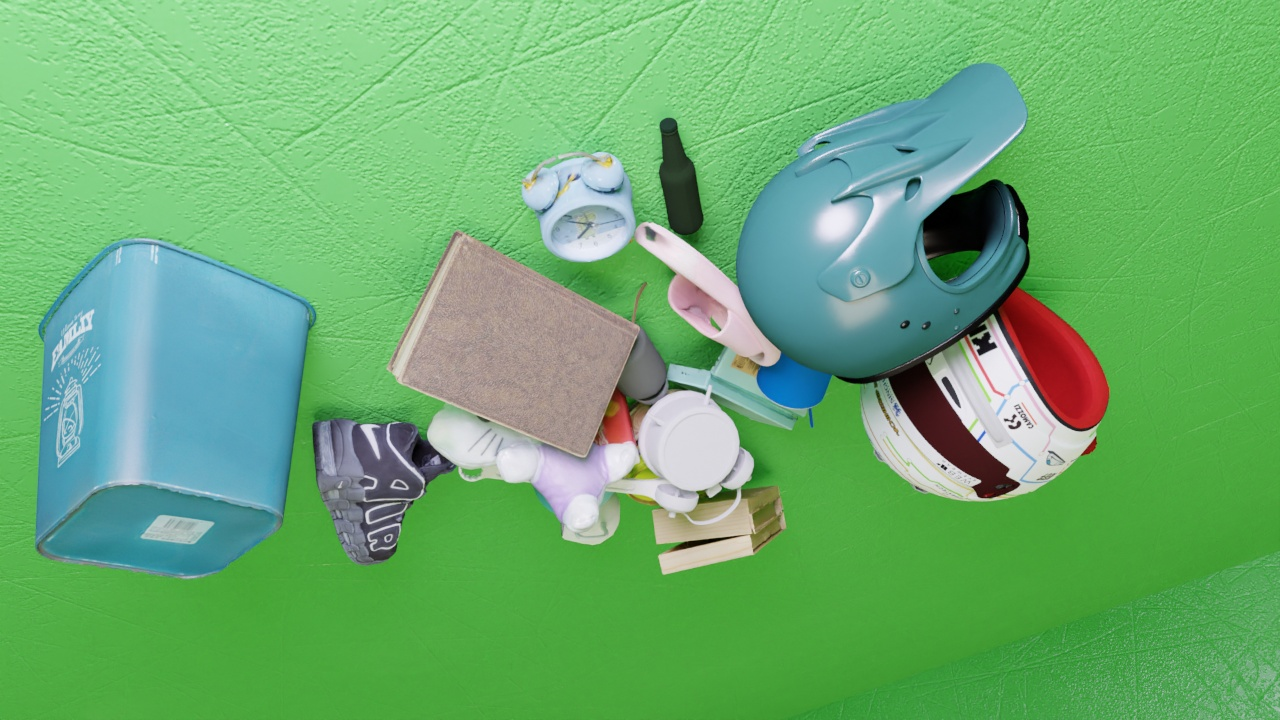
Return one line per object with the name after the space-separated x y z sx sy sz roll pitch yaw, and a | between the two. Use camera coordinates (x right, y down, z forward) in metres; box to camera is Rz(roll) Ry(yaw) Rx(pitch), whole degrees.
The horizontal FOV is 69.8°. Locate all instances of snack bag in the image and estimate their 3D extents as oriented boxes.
-0.048 0.075 1.042 0.077 0.115 0.036 -17 141 5 | snack bag

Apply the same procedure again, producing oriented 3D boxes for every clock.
0.061 0.109 1.023 0.119 0.061 0.159 -24 109 -12 | clock
-0.051 -0.136 0.788 0.089 0.051 0.124 -15 147 6 | clock

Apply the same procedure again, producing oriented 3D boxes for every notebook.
-0.102 -0.028 0.867 0.215 0.190 0.034 28 172 -32 | notebook

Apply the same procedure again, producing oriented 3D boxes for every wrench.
-0.070 0.137 1.049 0.273 0.009 0.047 8 109 -10 | wrench

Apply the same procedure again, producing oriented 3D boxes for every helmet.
0.209 -0.115 0.795 0.275 0.176 0.200 -32 126 13 | helmet
0.362 0.041 1.022 0.314 0.230 0.237 15 141 -43 | helmet

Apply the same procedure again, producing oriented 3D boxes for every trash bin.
-0.407 0.053 0.799 0.197 0.218 0.199 -33 142 28 | trash bin

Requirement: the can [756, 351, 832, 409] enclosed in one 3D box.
0.178 -0.020 0.989 0.079 0.078 0.146 -3 134 -15 | can

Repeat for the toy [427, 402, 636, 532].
-0.115 0.082 0.956 0.209 0.137 0.086 35 147 1 | toy

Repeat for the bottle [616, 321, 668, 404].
-0.006 0.006 1.003 0.060 0.060 0.108 -20 146 10 | bottle

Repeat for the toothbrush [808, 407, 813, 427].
0.194 0.015 1.086 0.011 0.016 0.187 -8 132 6 | toothbrush

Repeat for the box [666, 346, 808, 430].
0.130 0.020 1.098 0.187 0.078 0.113 22 104 -43 | box

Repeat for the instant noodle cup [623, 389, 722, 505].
0.041 0.105 1.132 0.146 0.097 0.146 -8 147 -6 | instant noodle cup

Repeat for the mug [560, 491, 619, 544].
-0.066 0.210 1.234 0.076 0.123 0.090 2 109 -9 | mug

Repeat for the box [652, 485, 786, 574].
0.114 0.223 1.239 0.128 0.092 0.249 -6 176 17 | box

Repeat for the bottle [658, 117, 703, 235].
0.032 -0.160 0.797 0.033 0.033 0.123 -14 146 2 | bottle

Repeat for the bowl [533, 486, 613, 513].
-0.085 0.121 1.086 0.121 0.121 0.046 -23 152 14 | bowl

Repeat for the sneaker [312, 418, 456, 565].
-0.291 0.149 1.095 0.150 0.097 0.253 -10 141 -9 | sneaker

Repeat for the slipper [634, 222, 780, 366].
0.062 -0.060 0.891 0.055 0.107 0.221 -48 135 0 | slipper
